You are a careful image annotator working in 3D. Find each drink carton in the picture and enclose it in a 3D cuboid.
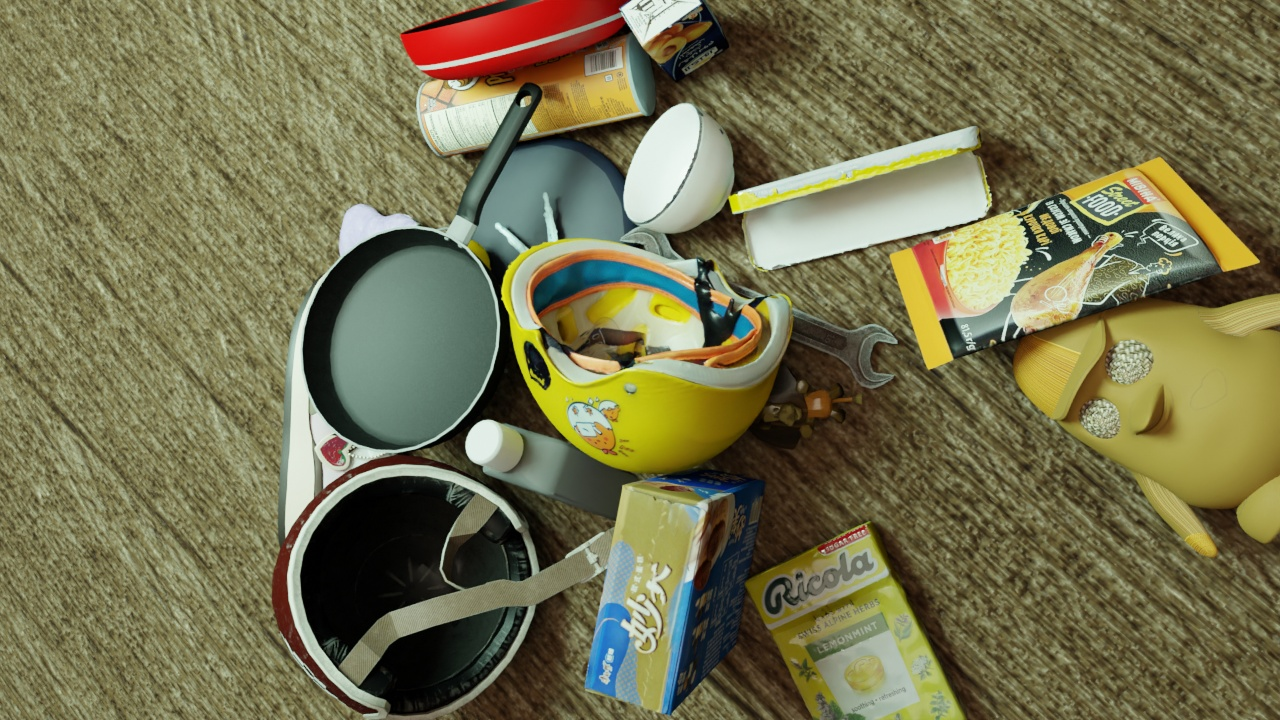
[{"bbox_3d":[0.033,-0.289,0.799,0.064,0.130,0.040,-30,85,15],"label":"drink carton"}]

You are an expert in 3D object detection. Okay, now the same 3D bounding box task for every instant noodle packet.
[{"bbox_3d":[0.312,-0.078,0.700,0.221,0.159,0.032,-20,124,17],"label":"instant noodle packet"}]

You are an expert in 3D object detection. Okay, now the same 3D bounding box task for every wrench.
[{"bbox_3d":[0.099,-0.048,0.819,0.273,0.010,0.070,24,95,14],"label":"wrench"}]

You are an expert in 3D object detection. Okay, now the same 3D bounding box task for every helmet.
[{"bbox_3d":[-0.004,0.004,0.760,0.240,0.208,0.140,28,129,33],"label":"helmet"},{"bbox_3d":[-0.189,0.190,0.797,0.234,0.254,0.232,38,69,-2],"label":"helmet"}]

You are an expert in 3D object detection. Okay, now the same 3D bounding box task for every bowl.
[{"bbox_3d":[0.041,-0.163,0.814,0.114,0.063,0.113,-36,44,44],"label":"bowl"}]

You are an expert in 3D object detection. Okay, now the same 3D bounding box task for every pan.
[{"bbox_3d":[-0.039,-0.071,0.873,0.356,0.021,0.199,41,101,15],"label":"pan"},{"bbox_3d":[-0.174,-0.084,0.825,0.204,0.044,0.355,29,91,21],"label":"pan"},{"bbox_3d":[-0.038,-0.327,0.825,0.356,0.209,0.067,-18,115,-6],"label":"pan"}]

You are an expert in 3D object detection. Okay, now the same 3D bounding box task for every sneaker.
[{"bbox_3d":[-0.285,0.059,0.920,0.116,0.112,0.293,5,88,-3],"label":"sneaker"}]

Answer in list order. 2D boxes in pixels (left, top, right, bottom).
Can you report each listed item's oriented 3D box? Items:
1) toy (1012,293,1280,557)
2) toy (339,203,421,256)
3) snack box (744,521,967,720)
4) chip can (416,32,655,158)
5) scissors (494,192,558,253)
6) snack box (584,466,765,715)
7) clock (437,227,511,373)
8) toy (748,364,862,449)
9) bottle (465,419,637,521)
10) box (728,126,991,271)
[{"bbox_3d":[0.375,0.021,0.662,0.203,0.162,0.199,28,112,29],"label":"toy"},{"bbox_3d":[-0.268,-0.118,0.946,0.100,0.036,0.080,22,105,23],"label":"toy"},{"bbox_3d":[0.181,0.243,0.772,0.121,0.045,0.181,-29,79,16],"label":"snack box"},{"bbox_3d":[-0.099,-0.249,0.871,0.215,0.075,0.075,-7,86,18],"label":"chip can"},{"bbox_3d":[-0.084,-0.069,0.868,0.139,0.028,0.170,-47,75,15],"label":"scissors"},{"bbox_3d":[0.036,0.173,0.741,0.069,0.202,0.155,11,92,19],"label":"snack box"},{"bbox_3d":[-0.184,-0.052,0.890,0.114,0.052,0.152,-15,90,27],"label":"clock"},{"bbox_3d":[0.139,0.039,0.788,0.100,0.062,0.076,-5,106,13],"label":"toy"},{"bbox_3d":[-0.082,0.091,0.788,0.084,0.173,0.046,13,78,34],"label":"bottle"},{"bbox_3d":[0.181,-0.139,0.770,0.210,0.080,0.079,-12,82,17],"label":"box"}]
